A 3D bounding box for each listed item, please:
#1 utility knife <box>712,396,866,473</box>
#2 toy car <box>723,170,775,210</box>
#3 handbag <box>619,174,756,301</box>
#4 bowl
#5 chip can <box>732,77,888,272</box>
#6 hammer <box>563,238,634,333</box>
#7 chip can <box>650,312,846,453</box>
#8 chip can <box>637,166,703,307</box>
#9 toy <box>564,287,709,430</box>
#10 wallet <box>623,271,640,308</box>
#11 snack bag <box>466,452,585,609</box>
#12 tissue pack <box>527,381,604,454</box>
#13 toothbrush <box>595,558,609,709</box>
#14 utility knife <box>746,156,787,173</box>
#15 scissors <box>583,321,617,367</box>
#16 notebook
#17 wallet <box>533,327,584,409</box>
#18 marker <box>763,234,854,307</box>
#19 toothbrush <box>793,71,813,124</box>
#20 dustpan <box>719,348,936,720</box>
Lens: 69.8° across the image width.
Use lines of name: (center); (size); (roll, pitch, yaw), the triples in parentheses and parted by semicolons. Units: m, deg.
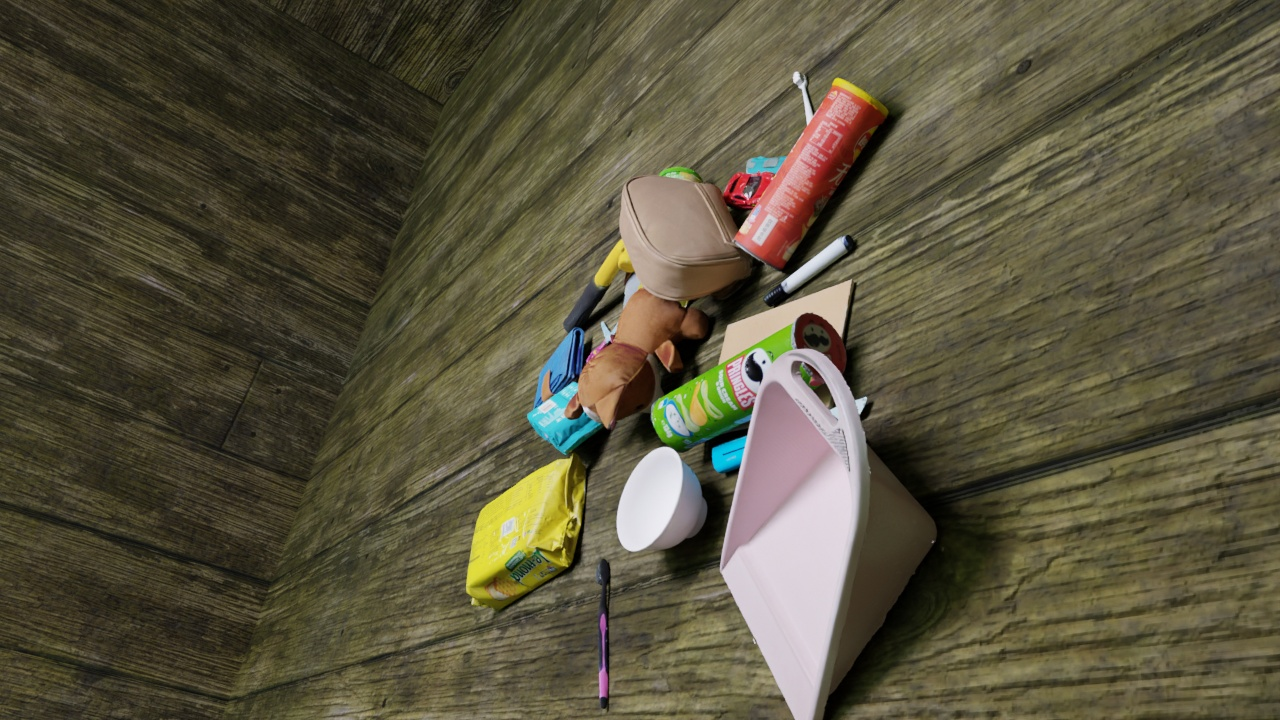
utility knife: (0.146, 0.075, 0.930); (0.219, 0.018, 0.034); (-29, 42, 48)
toy car: (0.144, -0.222, 1.193); (0.106, 0.031, 0.049); (21, 86, 62)
handbag: (0.052, -0.153, 1.163); (0.204, 0.147, 0.100); (-107, 20, -45)
bowl: (0.034, 0.161, 1.005); (0.119, 0.064, 0.118); (-44, 32, 36)
chip can: (0.192, -0.208, 1.043); (0.217, 0.073, 0.073); (-58, 26, 13)
hammer: (-0.057, -0.123, 1.394); (0.302, 0.033, 0.128); (131, 155, -54)
chip can: (0.106, 0.030, 0.963); (0.237, 0.072, 0.072); (-33, 39, 47)
chip can: (0.044, -0.173, 1.283); (0.073, 0.072, 0.220); (-33, 39, 47)
toy: (-0.007, 0.007, 1.169); (0.199, 0.130, 0.140); (-50, 18, -22)
wallet: (0.010, -0.142, 1.360); (0.107, 0.037, 0.129); (-32, 40, 46)
snack bag: (-0.166, 0.244, 1.297); (0.247, 0.068, 0.157); (-38, 36, 40)
tissue pack: (-0.099, 0.082, 1.307); (0.093, 0.050, 0.133); (-36, 21, -13)
toothbrush: (-0.045, 0.315, 1.069); (0.018, 0.014, 0.188); (-55, 26, 39)
utility knife: (0.178, -0.251, 1.172); (0.029, 0.013, 0.176); (-65, 26, -2)
scissors: (-0.048, -0.030, 1.390); (0.133, 0.017, 0.134); (-56, 24, 9)
notebook: (0.147, 0.002, 1.005); (0.208, 0.008, 0.147); (-21, 49, 55)
wallet: (-0.132, 0.023, 1.462); (0.133, 0.040, 0.106); (-50, 26, 44)
marker: (0.185, -0.099, 1.017); (0.131, 0.018, 0.022); (-39, 26, 42)
toothbrush: (0.212, -0.316, 1.166); (0.016, 0.016, 0.179); (-45, 32, 38)
dustpan: (0.122, 0.134, 0.782); (0.274, 0.138, 0.222); (-57, 27, 13)
